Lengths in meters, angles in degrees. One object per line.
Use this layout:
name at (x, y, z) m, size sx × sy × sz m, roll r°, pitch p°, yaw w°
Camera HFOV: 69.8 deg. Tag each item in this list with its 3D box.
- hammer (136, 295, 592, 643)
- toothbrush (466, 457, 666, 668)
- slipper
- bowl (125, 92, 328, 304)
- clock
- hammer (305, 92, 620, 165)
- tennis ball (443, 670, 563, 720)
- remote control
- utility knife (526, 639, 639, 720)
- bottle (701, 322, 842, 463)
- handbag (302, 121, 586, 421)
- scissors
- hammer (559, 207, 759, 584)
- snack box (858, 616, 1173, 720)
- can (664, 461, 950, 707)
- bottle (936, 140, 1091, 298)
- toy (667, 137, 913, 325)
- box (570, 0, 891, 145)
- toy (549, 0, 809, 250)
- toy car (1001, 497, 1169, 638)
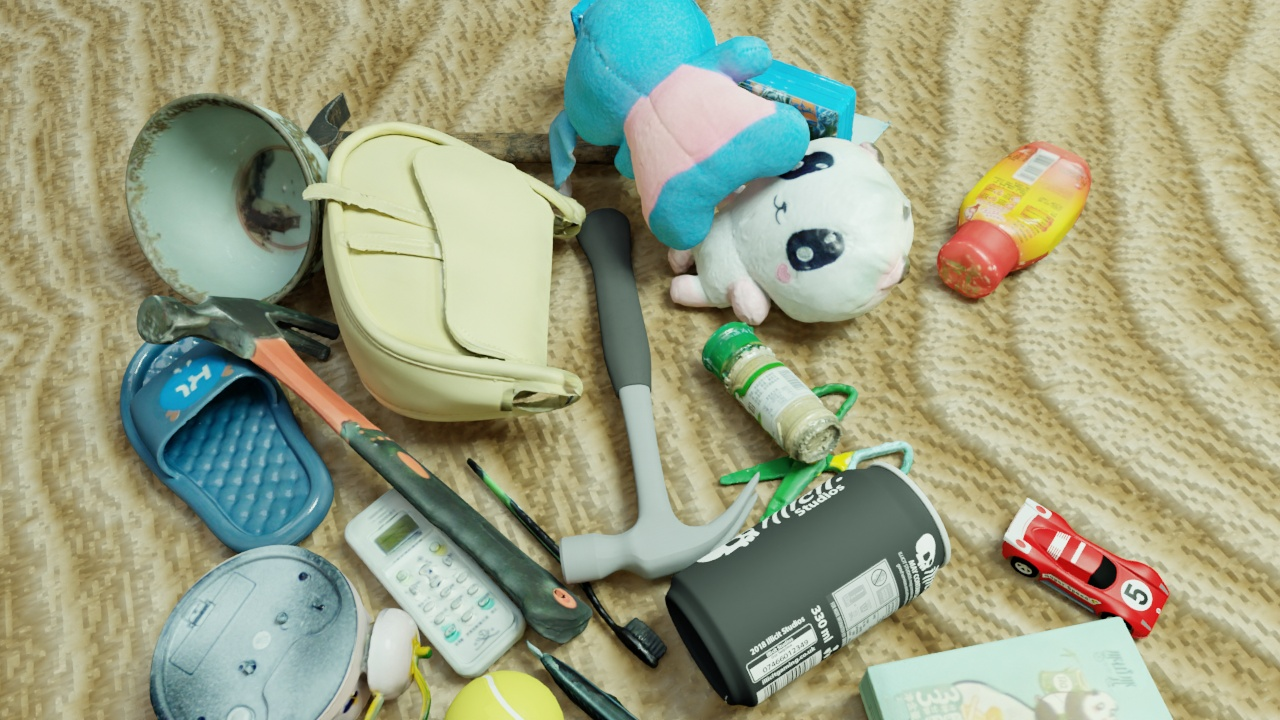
hammer at (-0.162, 0.060, 0.580) m, size 0.333 × 0.133 × 0.033 m, roll 38°, pitch 105°, yaw 18°
toothbrush at (-0.050, 0.119, 0.572) m, size 0.017 × 0.014 × 0.188 m, roll -31°, pitch 57°, yaw -31°
slipper at (-0.288, 0.047, 0.620) m, size 0.103 × 0.059 × 0.214 m, roll -37°, pitch 61°, yaw -16°
bowl at (-0.292, -0.121, 0.702) m, size 0.160 × 0.160 × 0.093 m, roll 11°, pitch 16°, yaw 13°
clock at (-0.190, 0.176, 0.516) m, size 0.158 × 0.059 × 0.116 m, roll 20°, pitch 64°, yaw 19°
hammer at (-0.123, -0.184, 0.777) m, size 0.330 × 0.033 × 0.119 m, roll 2°, pitch 48°, yaw 5°
tennis ball at (-0.073, 0.199, 0.486) m, size 0.065 × 0.065 × 0.065 m, roll -3°, pitch 55°, yaw 4°
remote control at (-0.127, 0.134, 0.563) m, size 0.050 × 0.022 × 0.133 m, roll -40°, pitch 61°, yaw -20°
utility knife at (0.002, 0.206, 0.496) m, size 0.174 × 0.029 × 0.020 m, roll 31°, pitch 59°, yaw 24°
bottle at (0.085, 0.020, 0.600) m, size 0.042 × 0.043 × 0.110 m, roll -29°, pitch 49°, yaw -14°
handbag at (-0.131, -0.065, 0.630) m, size 0.191 × 0.089 × 0.232 m, roll 2°, pitch 50°, yaw -7°
scissors at (0.117, 0.070, 0.589) m, size 0.112 × 0.012 × 0.130 m, roll 28°, pitch 63°, yaw 26°
hammer at (-0.004, 0.004, 0.631) m, size 0.125 × 0.030 × 0.310 m, roll -8°, pitch 52°, yaw -2°
snack box at (0.205, 0.235, 0.445) m, size 0.141 × 0.044 × 0.193 m, roll -10°, pitch 54°, yaw -3°
can at (0.093, 0.122, 0.513) m, size 0.146 × 0.080 × 0.080 m, roll -29°, pitch 57°, yaw -14°
bottle at (0.270, -0.102, 0.670) m, size 0.071 × 0.048 × 0.134 m, roll 35°, pitch 65°, yaw 26°
toy at (0.103, -0.084, 0.654) m, size 0.180 × 0.101 × 0.138 m, roll -13°, pitch 66°, yaw 20°
box at (0.077, -0.235, 0.751) m, size 0.243 × 0.114 × 0.113 m, roll 28°, pitch 67°, yaw 23°
toy at (0.011, -0.172, 0.648) m, size 0.098 × 0.225 × 0.191 m, roll -2°, pitch 55°, yaw -53°
toy car at (0.257, 0.120, 0.531) m, size 0.089 × 0.025 × 0.038 m, roll 31°, pitch 64°, yaw 24°
